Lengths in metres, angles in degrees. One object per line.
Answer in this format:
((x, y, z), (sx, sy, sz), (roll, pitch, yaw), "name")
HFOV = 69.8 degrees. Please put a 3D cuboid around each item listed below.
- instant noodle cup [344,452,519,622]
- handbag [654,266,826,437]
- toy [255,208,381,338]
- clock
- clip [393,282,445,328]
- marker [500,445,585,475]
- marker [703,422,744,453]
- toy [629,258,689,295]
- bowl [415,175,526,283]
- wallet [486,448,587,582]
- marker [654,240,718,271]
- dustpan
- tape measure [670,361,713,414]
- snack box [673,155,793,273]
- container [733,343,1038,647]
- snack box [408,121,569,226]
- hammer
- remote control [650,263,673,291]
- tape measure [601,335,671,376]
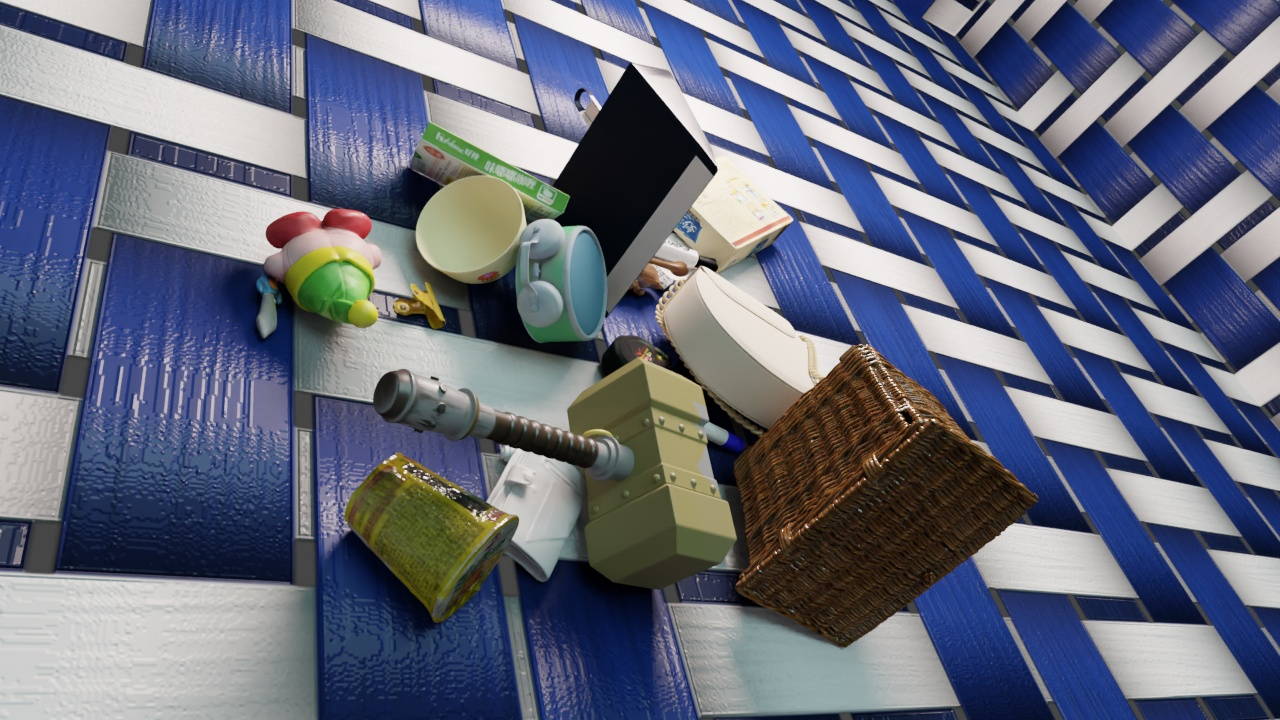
((-0.165, 0.131, 0.707), (0.108, 0.102, 0.102), (35, 35, 10), "instant noodle cup")
((0.132, -0.014, 1.073), (0.210, 0.103, 0.208), (29, 24, -30), "handbag")
((-0.285, -0.077, 0.828), (0.124, 0.097, 0.131), (-6, 74, -37), "toy")
((-0.091, -0.083, 0.952), (0.161, 0.075, 0.122), (25, 65, -71), "clock")
((-0.217, -0.060, 0.914), (0.046, 0.035, 0.053), (8, 47, -46), "clip")
((-0.073, 0.098, 0.880), (0.133, 0.017, 0.020), (14, 6, -30), "marker")
((0.060, 0.070, 1.000), (0.141, 0.020, 0.020), (27, 36, -36), "marker")
((0.007, -0.108, 1.141), (0.101, 0.055, 0.042), (12, 7, -35), "toy")
((-0.170, -0.127, 0.981), (0.118, 0.118, 0.074), (61, -1, 27), "bowl")
((-0.089, 0.126, 0.808), (0.086, 0.032, 0.116), (41, 38, -19), "wallet")
((0.052, -0.143, 1.242), (0.125, 0.025, 0.025), (16, 41, -28), "marker")
((-0.028, -0.231, 1.086), (0.080, 0.237, 0.273), (-11, 58, -48), "dustpan")
((0.051, 0.042, 1.029), (0.062, 0.038, 0.067), (39, 35, 0), "tape measure")
((0.120, -0.222, 1.360), (0.153, 0.055, 0.206), (46, 36, 9), "snack box")
((0.217, 0.122, 0.914), (0.162, 0.250, 0.183), (33, 24, -26), "container")
((-0.173, -0.203, 1.036), (0.168, 0.132, 0.027), (26, 81, -17), "snack box")
((-0.072, 0.069, 0.754), (0.324, 0.101, 0.190), (23, 46, -44), "hammer")
((-0.014, -0.141, 1.191), (0.136, 0.013, 0.033), (41, 36, 4), "remote control")
((-0.006, 0.006, 1.017), (0.072, 0.042, 0.071), (40, 36, -6), "tape measure")
